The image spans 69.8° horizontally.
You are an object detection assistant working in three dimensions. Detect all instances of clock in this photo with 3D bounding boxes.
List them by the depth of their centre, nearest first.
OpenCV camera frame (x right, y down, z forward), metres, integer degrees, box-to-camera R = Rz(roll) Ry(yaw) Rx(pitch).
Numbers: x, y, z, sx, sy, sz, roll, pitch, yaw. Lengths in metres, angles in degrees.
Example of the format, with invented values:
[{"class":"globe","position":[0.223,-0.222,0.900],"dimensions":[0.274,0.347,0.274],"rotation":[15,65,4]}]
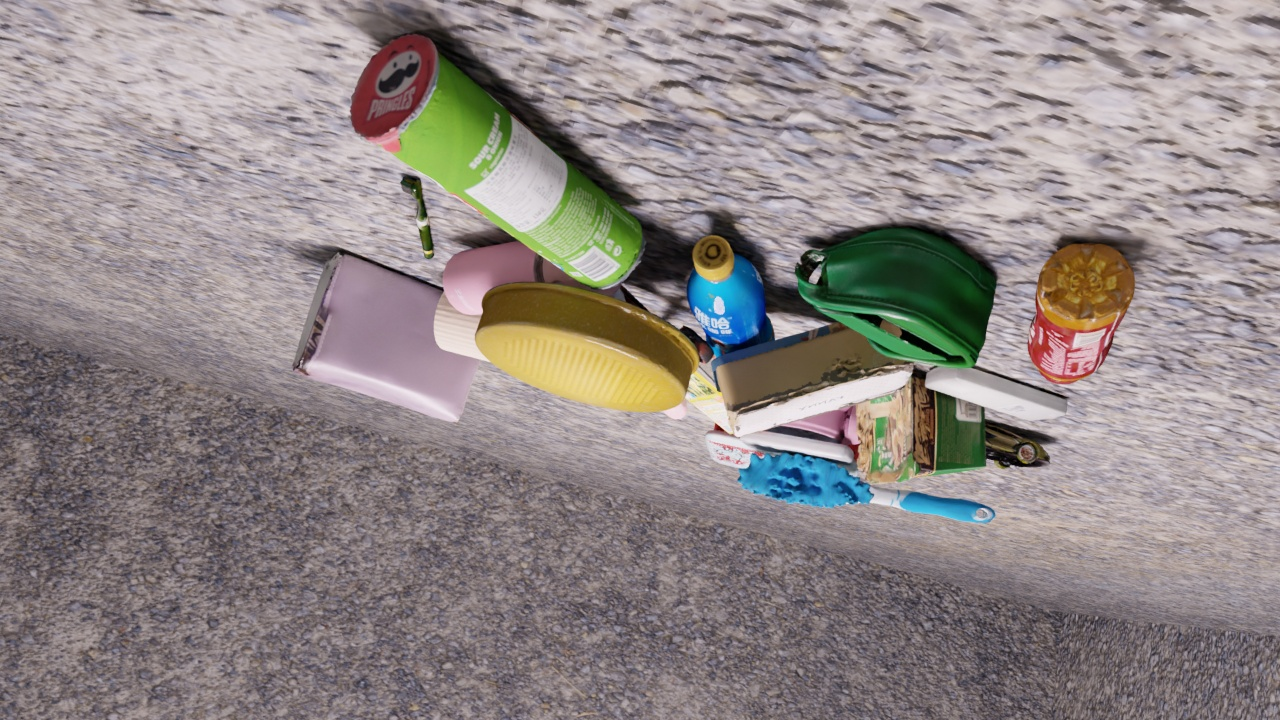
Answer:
[{"class":"clock","position":[0.219,0.070,1.124],"dimensions":[0.158,0.059,0.117],"rotation":[13,167,-5]}]

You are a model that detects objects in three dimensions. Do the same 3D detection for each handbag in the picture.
[{"class":"handbag","position":[0.194,-0.047,0.696],"dimensions":[0.131,0.068,0.120],"rotation":[24,170,-40]},{"class":"handbag","position":[-0.289,-0.022,1.077],"dimensions":[0.197,0.144,0.099],"rotation":[22,161,-26]}]

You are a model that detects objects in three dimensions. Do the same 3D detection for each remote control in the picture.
[{"class":"remote control","position":[0.358,0.032,0.925],"dimensions":[0.135,0.019,0.056],"rotation":[17,166,-13]},{"class":"remote control","position":[0.191,0.104,1.118],"dimensions":[0.136,0.020,0.056],"rotation":[8,167,23]}]

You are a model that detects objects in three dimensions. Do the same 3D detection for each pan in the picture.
[{"class":"pan","position":[-0.059,-0.002,0.882],"dimensions":[0.197,0.078,0.358],"rotation":[18,162,-6]}]

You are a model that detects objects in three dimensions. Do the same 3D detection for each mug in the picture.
[{"class":"mug","position":[-0.160,-0.043,1.033],"dimensions":[0.106,0.082,0.114],"rotation":[12,-164,13]}]

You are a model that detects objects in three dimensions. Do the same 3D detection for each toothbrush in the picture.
[{"class":"toothbrush","position":[-0.205,-0.129,0.853],"dimensions":[0.017,0.012,0.186],"rotation":[21,166,-4]}]

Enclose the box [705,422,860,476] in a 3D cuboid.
[{"class":"box","position":[0.191,0.106,1.215],"dimensions":[0.201,0.095,0.101],"rotation":[10,168,15]}]

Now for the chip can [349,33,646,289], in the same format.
[{"class":"chip can","position":[-0.087,-0.124,0.633],"dimensions":[0.072,0.072,0.236],"rotation":[4,163,35]}]

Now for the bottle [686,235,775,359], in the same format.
[{"class":"bottle","position":[0.075,-0.048,0.787],"dimensions":[0.065,0.065,0.219],"rotation":[10,165,16]}]

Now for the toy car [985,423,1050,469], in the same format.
[{"class":"toy car","position":[0.407,0.098,1.089],"dimensions":[0.158,0.042,0.070],"rotation":[16,166,-3]}]

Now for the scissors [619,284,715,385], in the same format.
[{"class":"scissors","position":[0.029,-0.023,0.892],"dimensions":[0.222,0.015,0.189],"rotation":[41,176,-38]}]

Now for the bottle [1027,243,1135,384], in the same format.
[{"class":"bottle","position":[0.314,-0.025,0.665],"dimensions":[0.057,0.057,0.175],"rotation":[8,165,22]}]

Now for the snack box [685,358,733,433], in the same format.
[{"class":"snack box","position":[0.081,0.031,1.074],"dimensions":[0.140,0.033,0.087],"rotation":[37,160,-13]}]

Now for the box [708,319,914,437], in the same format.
[{"class":"box","position":[0.147,0.015,0.824],"dimensions":[0.184,0.061,0.090],"rotation":[-13,160,2]}]

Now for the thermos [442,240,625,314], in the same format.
[{"class":"thermos","position":[-0.095,-0.071,0.844],"dimensions":[0.199,0.067,0.087],"rotation":[0,134,44]}]

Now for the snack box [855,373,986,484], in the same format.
[{"class":"snack box","position":[0.307,0.075,0.987],"dimensions":[0.105,0.118,0.118],"rotation":[4,169,-14]}]

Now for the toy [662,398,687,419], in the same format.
[{"class":"toy","position":[-0.006,0.006,1.042],"dimensions":[0.121,0.054,0.159],"rotation":[23,157,44]}]

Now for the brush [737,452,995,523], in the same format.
[{"class":"brush","position":[0.279,0.162,1.124],"dimensions":[0.315,0.060,0.109],"rotation":[9,174,12]}]
